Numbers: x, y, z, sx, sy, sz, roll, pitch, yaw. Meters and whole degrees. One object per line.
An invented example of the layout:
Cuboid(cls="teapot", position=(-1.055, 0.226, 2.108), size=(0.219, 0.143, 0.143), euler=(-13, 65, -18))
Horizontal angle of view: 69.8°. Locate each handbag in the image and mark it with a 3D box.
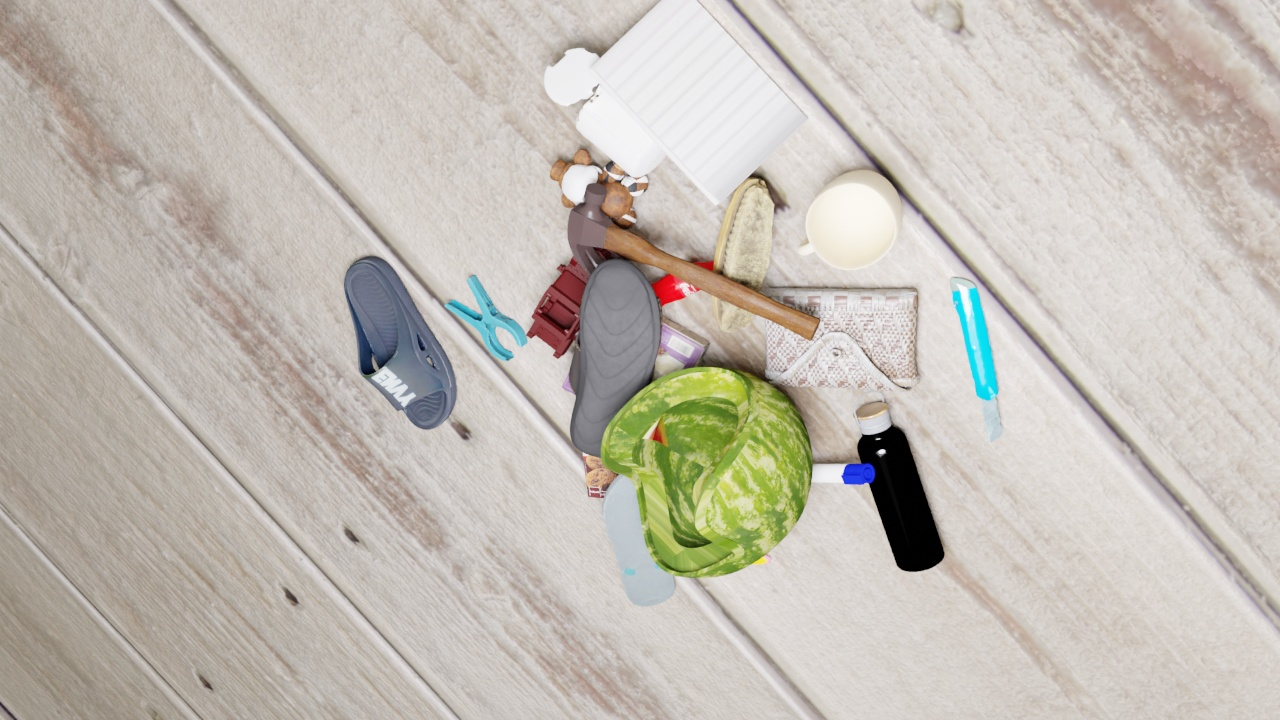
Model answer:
Cuboid(cls="handbag", position=(0.237, -0.025, 1.095), size=(0.186, 0.046, 0.124), euler=(2, 111, 21))

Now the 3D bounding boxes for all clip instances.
Cuboid(cls="clip", position=(-0.221, -0.045, 1.282), size=(0.127, 0.028, 0.114), euler=(39, 122, 3))

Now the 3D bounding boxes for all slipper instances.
Cuboid(cls="slipper", position=(-0.003, 0.238, 1.281), size=(0.098, 0.054, 0.269), euler=(-9, 124, -8))
Cuboid(cls="slipper", position=(-0.034, -0.001, 1.135), size=(0.113, 0.075, 0.268), euler=(12, 116, 6))
Cuboid(cls="slipper", position=(-0.355, -0.017, 1.316), size=(0.111, 0.083, 0.268), euler=(-19, 102, 25))

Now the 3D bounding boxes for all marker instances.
Cuboid(cls="marker", position=(0.231, 0.141, 1.142), size=(0.133, 0.027, 0.023), euler=(-9, 110, 54))

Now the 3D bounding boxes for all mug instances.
Cuboid(cls="mug", position=(0.229, -0.154, 1.014), size=(0.120, 0.099, 0.096), euler=(-29, 100, 31))

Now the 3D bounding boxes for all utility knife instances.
Cuboid(cls="utility knife", position=(0.391, 0.001, 1.060), size=(0.031, 0.015, 0.205), euler=(-9, 103, 26))

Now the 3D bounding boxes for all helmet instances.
Cuboid(cls="helmet", position=(0.095, 0.133, 1.109), size=(0.213, 0.242, 0.247), euler=(28, 151, 39))

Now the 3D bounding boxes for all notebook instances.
Cuboid(cls="notebook", position=(0.065, -0.298, 1.033), size=(0.142, 0.009, 0.210), euler=(-44, 91, -1))

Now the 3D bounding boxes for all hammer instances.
Cuboid(cls="hammer", position=(0.057, -0.101, 1.074), size=(0.323, 0.033, 0.116), euler=(26, 132, 15))

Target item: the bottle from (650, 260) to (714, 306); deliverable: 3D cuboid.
Cuboid(cls="bottle", position=(0.055, -0.098, 1.140), size=(0.119, 0.036, 0.036), euler=(-25, 100, 16))

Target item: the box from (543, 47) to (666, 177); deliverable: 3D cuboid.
Cuboid(cls="box", position=(-0.039, -0.293, 1.073), size=(0.166, 0.092, 0.083), euler=(40, 97, 5))

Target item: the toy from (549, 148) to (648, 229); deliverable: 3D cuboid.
Cuboid(cls="toy", position=(-0.055, -0.212, 1.130), size=(0.112, 0.067, 0.087), euler=(31, 119, 18))

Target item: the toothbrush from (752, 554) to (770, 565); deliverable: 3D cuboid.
Cuboid(cls="toothbrush", position=(0.115, 0.267, 1.280), size=(0.135, 0.016, 0.021), euler=(8, 109, 19))

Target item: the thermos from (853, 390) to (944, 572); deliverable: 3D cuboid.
Cuboid(cls="thermos", position=(0.310, 0.145, 1.126), size=(0.061, 0.061, 0.231), euler=(-15, 105, 26))

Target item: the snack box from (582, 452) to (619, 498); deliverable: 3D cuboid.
Cuboid(cls="snack box", position=(-0.051, 0.123, 1.278), size=(0.051, 0.031, 0.141), euler=(3, 112, 21))

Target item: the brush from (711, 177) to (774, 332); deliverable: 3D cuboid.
Cuboid(cls="brush", position=(0.121, -0.120, 1.090), size=(0.059, 0.043, 0.196), euler=(-1, 118, -18))

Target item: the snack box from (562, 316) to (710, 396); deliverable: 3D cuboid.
Cuboid(cls="snack box", position=(-0.007, 0.007, 1.193), size=(0.143, 0.040, 0.148), euler=(30, 108, 8))

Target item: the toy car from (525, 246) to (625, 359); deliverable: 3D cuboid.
Cuboid(cls="toy car", position=(-0.091, -0.079, 1.194), size=(0.070, 0.061, 0.170), euler=(37, 120, 4))
